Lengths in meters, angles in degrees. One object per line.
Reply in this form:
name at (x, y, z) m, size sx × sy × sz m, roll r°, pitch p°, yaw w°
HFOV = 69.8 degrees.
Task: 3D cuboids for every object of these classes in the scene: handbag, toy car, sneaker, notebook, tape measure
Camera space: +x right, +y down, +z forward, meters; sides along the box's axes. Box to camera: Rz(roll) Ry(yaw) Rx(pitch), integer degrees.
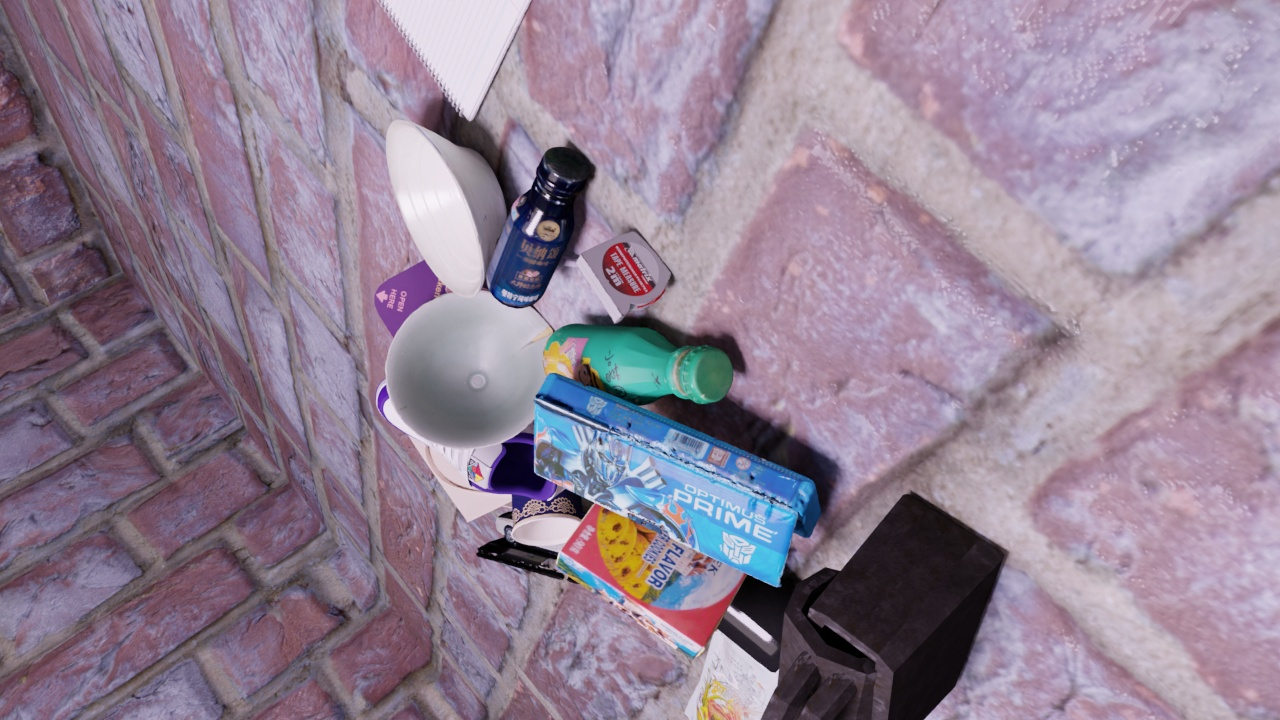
handbag at (0.148, 0.226, 0.666) m, size 0.102 × 0.198 × 0.198 m, roll 33°, pitch 144°, yaw 33°
handbag at (-0.201, 0.100, 1.173) m, size 0.198 × 0.101 × 0.194 m, roll -27°, pitch 98°, yaw 49°
toy car at (-0.114, 0.222, 1.155) m, size 0.192 × 0.094 × 0.071 m, roll 5°, pitch 100°, yaw 40°
sneaker at (-0.180, 0.090, 0.986) m, size 0.244 × 0.111 × 0.092 m, roll 18°, pitch 111°, yaw 0°
notebook at (-0.189, -0.340, 0.753) m, size 0.245 × 0.013 × 0.178 m, roll 54°, pitch 149°, yaw 0°
tape measure at (-0.012, -0.067, 0.731) m, size 0.060 × 0.062 × 0.020 m, roll 56°, pitch 152°, yaw 7°

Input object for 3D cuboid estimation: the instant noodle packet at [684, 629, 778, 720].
instant noodle packet at (0.119, 0.400, 1.050) m, size 0.147 × 0.057 × 0.270 m, roll 38°, pitch 143°, yaw 24°

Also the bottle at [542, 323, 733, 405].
bottle at (-0.005, 0.005, 0.789) m, size 0.210 × 0.068 × 0.068 m, roll 6°, pitch 126°, yaw 54°

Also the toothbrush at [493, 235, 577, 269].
toothbrush at (-0.096, -0.099, 0.864) m, size 0.188 × 0.018 × 0.019 m, roll 19°, pitch 127°, yaw 46°

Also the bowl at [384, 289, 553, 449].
bowl at (-0.170, 0.017, 0.951) m, size 0.174 × 0.174 × 0.068 m, roll 47°, pitch 164°, yaw 12°

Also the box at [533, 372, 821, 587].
box at (0.019, 0.098, 0.756) m, size 0.244 × 0.085 × 0.092 m, roll 22°, pitch 164°, yaw 22°

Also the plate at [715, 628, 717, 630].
plate at (0.023, 0.229, 0.968) m, size 0.157 × 0.014 × 0.157 m, roll 37°, pitch -178°, yaw -2°

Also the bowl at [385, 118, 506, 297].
bowl at (-0.174, -0.151, 0.872) m, size 0.177 × 0.057 × 0.177 m, roll 41°, pitch 147°, yaw 35°

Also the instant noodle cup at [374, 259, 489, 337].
instant noodle cup at (-0.238, -0.053, 1.028) m, size 0.136 × 0.122 × 0.122 m, roll 15°, pitch 175°, yaw -23°

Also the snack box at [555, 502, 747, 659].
snack box at (0.025, 0.159, 0.804) m, size 0.145 × 0.142 × 0.040 m, roll 31°, pitch 146°, yaw 10°

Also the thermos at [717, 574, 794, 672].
thermos at (0.061, 0.195, 0.870) m, size 0.218 × 0.105 × 0.106 m, roll 37°, pitch 147°, yaw 19°

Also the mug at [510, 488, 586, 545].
mug at (-0.098, 0.158, 1.081) m, size 0.086 × 0.112 × 0.089 m, roll 75°, pitch -173°, yaw -59°

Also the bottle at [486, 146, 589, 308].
bottle at (-0.088, -0.111, 0.784) m, size 0.056 × 0.056 × 0.161 m, roll 47°, pitch 138°, yaw 13°
